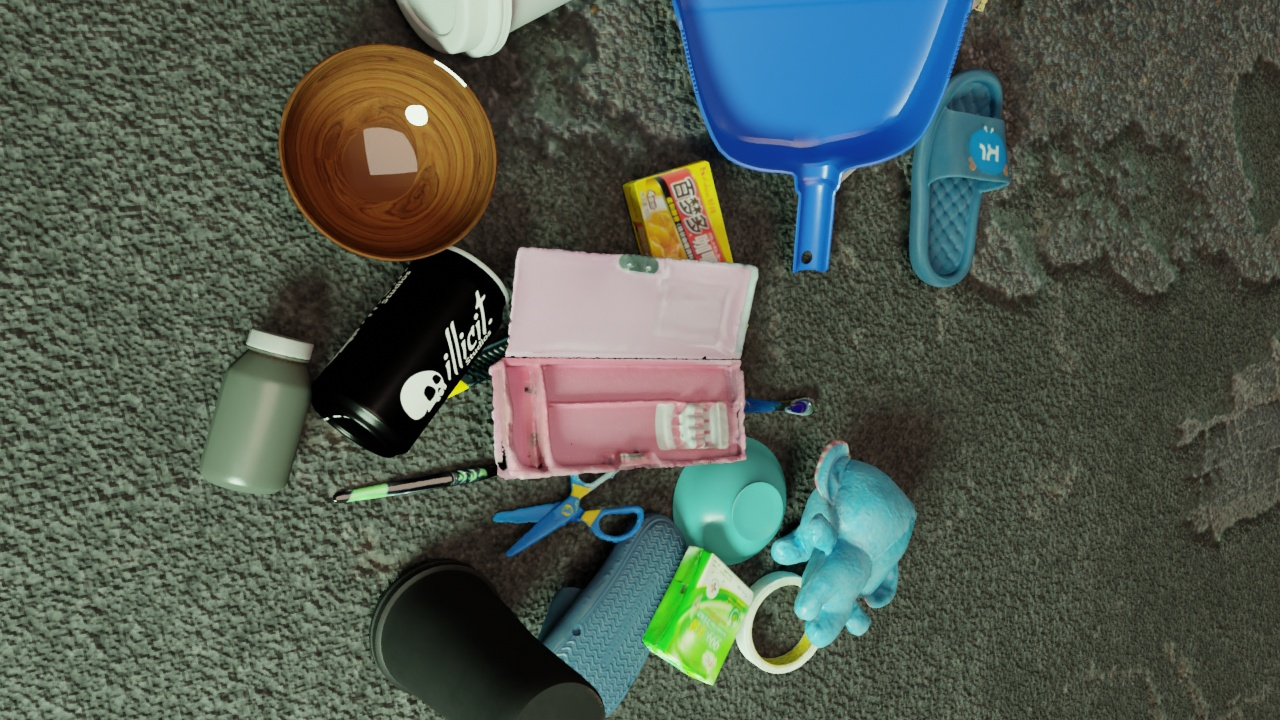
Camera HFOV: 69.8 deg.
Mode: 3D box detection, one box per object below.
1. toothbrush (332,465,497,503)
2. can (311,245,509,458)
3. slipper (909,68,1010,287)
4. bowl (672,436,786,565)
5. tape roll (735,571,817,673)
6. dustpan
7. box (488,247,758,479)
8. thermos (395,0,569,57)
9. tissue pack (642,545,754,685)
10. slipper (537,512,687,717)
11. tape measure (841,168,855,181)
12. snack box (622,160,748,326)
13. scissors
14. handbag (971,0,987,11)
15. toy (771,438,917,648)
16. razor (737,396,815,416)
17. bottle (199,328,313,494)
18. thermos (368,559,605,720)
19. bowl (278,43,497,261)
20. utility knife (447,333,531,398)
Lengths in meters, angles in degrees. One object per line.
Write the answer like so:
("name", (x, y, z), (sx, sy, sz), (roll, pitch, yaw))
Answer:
("toothbrush", (-0.147, 0.093, 0.729), (0.187, 0.017, 0.014), (-8, 92, -23))
("can", (-0.164, -0.008, 0.664), (0.080, 0.080, 0.145), (43, 64, -22))
("slipper", (0.311, -0.177, 0.892), (0.103, 0.059, 0.214), (6, 96, -30))
("bowl", (0.094, 0.131, 0.828), (0.121, 0.046, 0.121), (-2, 96, -25))
("tape roll", (0.134, 0.249, 0.874), (0.094, 0.019, 0.094), (-3, 96, -25))
("dustpan", (0.150, -0.197, 0.795), (0.245, 0.059, 0.258), (-4, 126, -3))
("box", (-0.008, 0.003, 0.735), (0.232, 0.051, 0.180), (2, 93, -35))
("thermos", (-0.068, -0.317, 0.675), (0.221, 0.132, 0.131), (-33, 108, -27))
("tissue pack", (0.053, 0.222, 0.801), (0.114, 0.034, 0.099), (49, 63, -45))
("slipper", (-0.032, 0.222, 0.773), (0.213, 0.059, 0.104), (-51, 123, -28))
("tape measure", (0.174, -0.194, 0.852), (0.064, 0.017, 0.065), (-42, 110, -16))
("snack box", (0.040, -0.090, 0.794), (0.075, 0.025, 0.152), (-20, 103, -23))
("scissors", (-0.064, 0.116, 0.763), (0.132, 0.020, 0.097), (-4, 69, -12))
("handbag", (0.231, -0.326, 0.834), (0.194, 0.101, 0.198), (-38, 121, -18))
("toy", (0.178, 0.177, 0.840), (0.180, 0.115, 0.183), (-47, 124, -36))
("razor", (0.104, 0.040, 0.840), (0.140, 0.018, 0.044), (2, 93, -25))
("bottle", (-0.265, 0.035, 0.643), (0.060, 0.060, 0.108), (16, 88, -26))
("thermos", (-0.111, 0.219, 0.651), (0.105, 0.219, 0.106), (-4, 98, -33))
("bowl", (-0.183, -0.144, 0.659), (0.147, 0.069, 0.147), (-1, 94, -24))
("utility knife", (-0.121, 0.001, 0.730), (0.186, 0.020, 0.029), (-25, 105, -20))
